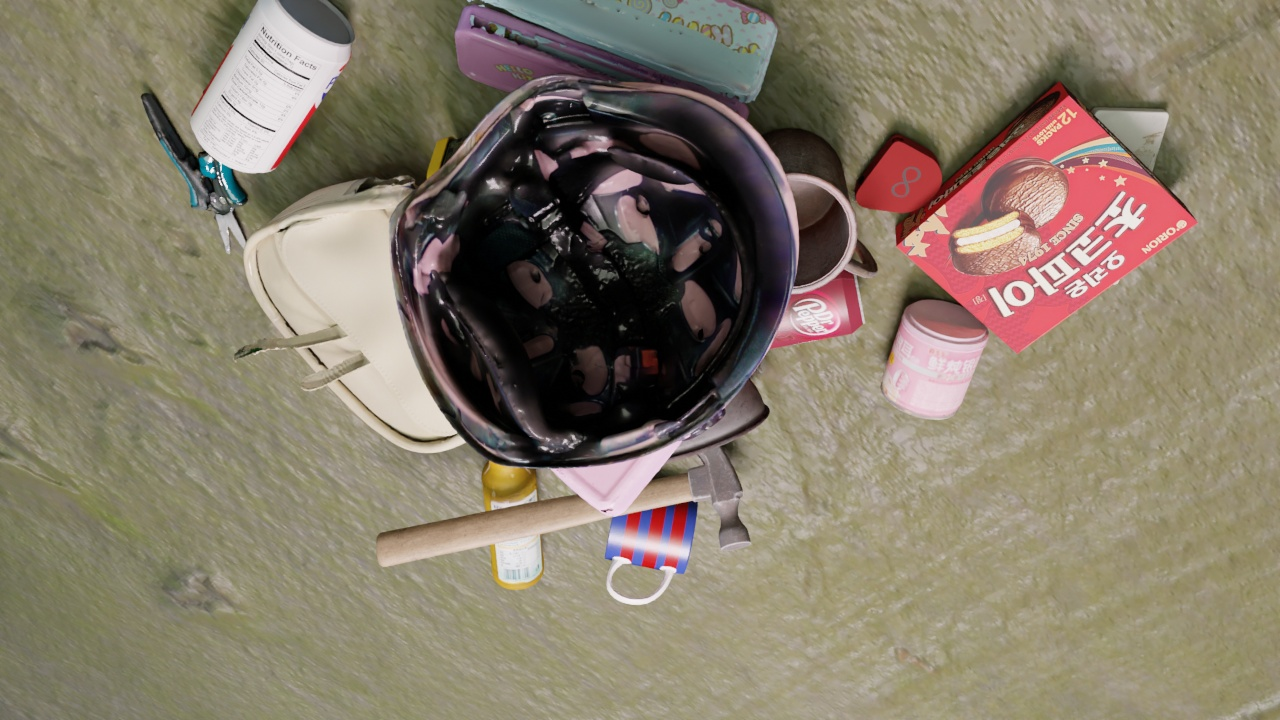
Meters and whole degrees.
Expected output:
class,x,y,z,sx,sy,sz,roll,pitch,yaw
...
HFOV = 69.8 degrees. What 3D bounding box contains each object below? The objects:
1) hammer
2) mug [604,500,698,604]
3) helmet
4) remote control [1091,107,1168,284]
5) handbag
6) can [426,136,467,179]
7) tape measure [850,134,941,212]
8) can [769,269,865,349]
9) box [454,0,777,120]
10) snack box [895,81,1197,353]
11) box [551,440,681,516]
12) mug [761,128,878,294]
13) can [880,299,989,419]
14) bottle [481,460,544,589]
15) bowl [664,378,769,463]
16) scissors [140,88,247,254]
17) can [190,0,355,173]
class,x,y,z,sx,sy,sz,roll,pitch,yaw
hammer,-0.073,0.139,0.824,0.331,0.119,0.031,-12,158,3
mug,0.007,0.173,0.857,0.076,0.111,0.075,11,152,1
helmet,-0.017,-0.050,0.590,0.256,0.152,0.230,-35,79,13
remote control,0.347,-0.120,0.684,0.050,0.011,0.136,3,122,6
handbag,-0.202,-0.024,0.704,0.185,0.131,0.229,-20,107,41
can,-0.085,-0.115,0.701,0.101,0.072,0.131,-13,132,12
tape measure,0.196,-0.135,0.691,0.051,0.019,0.059,25,129,-11
can,0.117,-0.044,0.733,0.114,0.063,0.063,-11,120,14
box,-0.018,-0.228,0.655,0.214,0.090,0.092,19,79,-4
snack box,0.293,-0.100,0.678,0.132,0.035,0.152,38,123,-11
box,-0.009,0.000,0.691,0.201,0.155,0.059,-53,145,0
mug,0.121,-0.104,0.671,0.123,0.110,0.096,32,126,-12
can,0.236,-0.002,0.740,0.067,0.067,0.076,10,123,1
bottle,-0.125,0.136,0.884,0.053,0.053,0.186,3,122,6
bowl,0.028,0.031,0.758,0.145,0.144,0.067,-15,98,16
scissors,-0.358,-0.159,0.753,0.120,0.019,0.151,29,123,-11
can,-0.273,-0.207,0.681,0.070,0.070,0.132,39,119,-16
